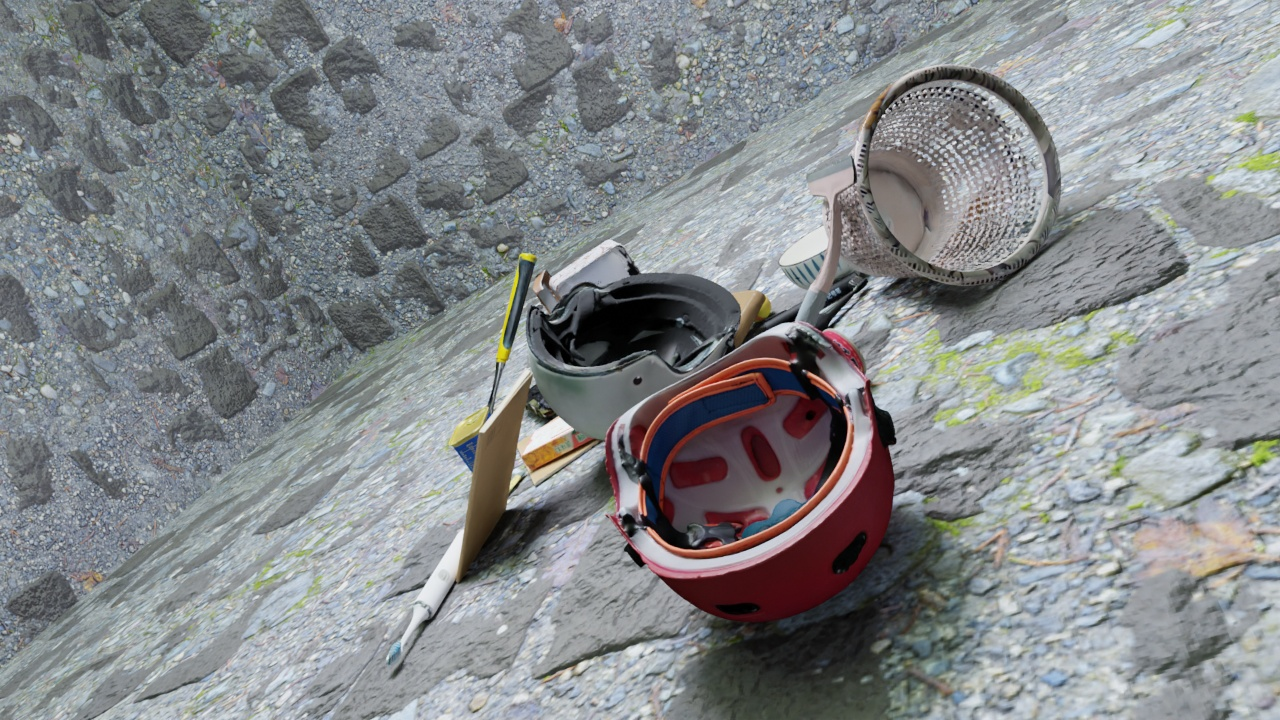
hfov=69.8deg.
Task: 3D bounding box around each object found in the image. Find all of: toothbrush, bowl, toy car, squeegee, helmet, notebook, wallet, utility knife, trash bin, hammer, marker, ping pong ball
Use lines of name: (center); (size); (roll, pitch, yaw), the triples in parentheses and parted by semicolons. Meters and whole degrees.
toothbrush: (0.203, -0.039, 1.078); (0.027, 0.026, 0.212); (31, 58, 30)
toothbrush: (-0.232, 0.260, 1.023); (0.027, 0.026, 0.220); (16, 27, 5)
bowl: (0.246, -0.130, 1.200); (0.116, 0.066, 0.116); (-31, 16, 10)
toy car: (-0.150, 0.058, 1.464); (0.070, 0.042, 0.158); (-36, 16, -12)
squeegee: (0.187, -0.083, 0.987); (0.040, 0.250, 0.247); (12, 8, -1)
helmet: (-0.006, 0.006, 1.093); (0.230, 0.157, 0.273); (19, 31, 30)
notebook: (-0.169, 0.131, 1.059); (0.149, 0.012, 0.212); (-62, -12, -61)
wallet: (0.108, -0.040, 1.205); (0.090, 0.033, 0.115); (-5, 49, 53)
notebook: (-0.102, 0.104, 1.287); (0.147, 0.008, 0.208); (-35, 15, -7)
helmet: (0.092, 0.100, 0.659); (0.207, 0.144, 0.239); (-31, 29, 10)
utility knife: (-0.204, 0.206, 1.175); (0.031, 0.021, 0.206); (-29, 19, 37)
trash bin: (0.304, -0.180, 1.010); (0.227, 0.227, 0.192); (-36, 3, -12)
hammer: (-0.219, -0.018, 1.498); (0.126, 0.032, 0.323); (0, 75, 65)
marker: (0.219, -0.073, 1.166); (0.132, 0.020, 0.022); (-30, 36, 15)
ping pong ball: (0.158, -0.072, 1.248); (0.040, 0.040, 0.040); (-31, 15, 9)

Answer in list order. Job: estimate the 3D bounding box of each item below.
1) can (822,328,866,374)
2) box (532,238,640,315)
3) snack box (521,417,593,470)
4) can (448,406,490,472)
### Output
can: (0.166, 0.019, 0.894); (0.093, 0.066, 0.066); (-37, 16, -16)
box: (-0.068, -0.086, 1.494); (0.157, 0.183, 0.193); (-33, 18, -3)
snack box: (-0.083, 0.088, 1.227); (0.156, 0.027, 0.076); (-28, 16, 18)
can: (-0.225, 0.126, 1.324); (0.057, 0.083, 0.102); (-31, 15, 6)
